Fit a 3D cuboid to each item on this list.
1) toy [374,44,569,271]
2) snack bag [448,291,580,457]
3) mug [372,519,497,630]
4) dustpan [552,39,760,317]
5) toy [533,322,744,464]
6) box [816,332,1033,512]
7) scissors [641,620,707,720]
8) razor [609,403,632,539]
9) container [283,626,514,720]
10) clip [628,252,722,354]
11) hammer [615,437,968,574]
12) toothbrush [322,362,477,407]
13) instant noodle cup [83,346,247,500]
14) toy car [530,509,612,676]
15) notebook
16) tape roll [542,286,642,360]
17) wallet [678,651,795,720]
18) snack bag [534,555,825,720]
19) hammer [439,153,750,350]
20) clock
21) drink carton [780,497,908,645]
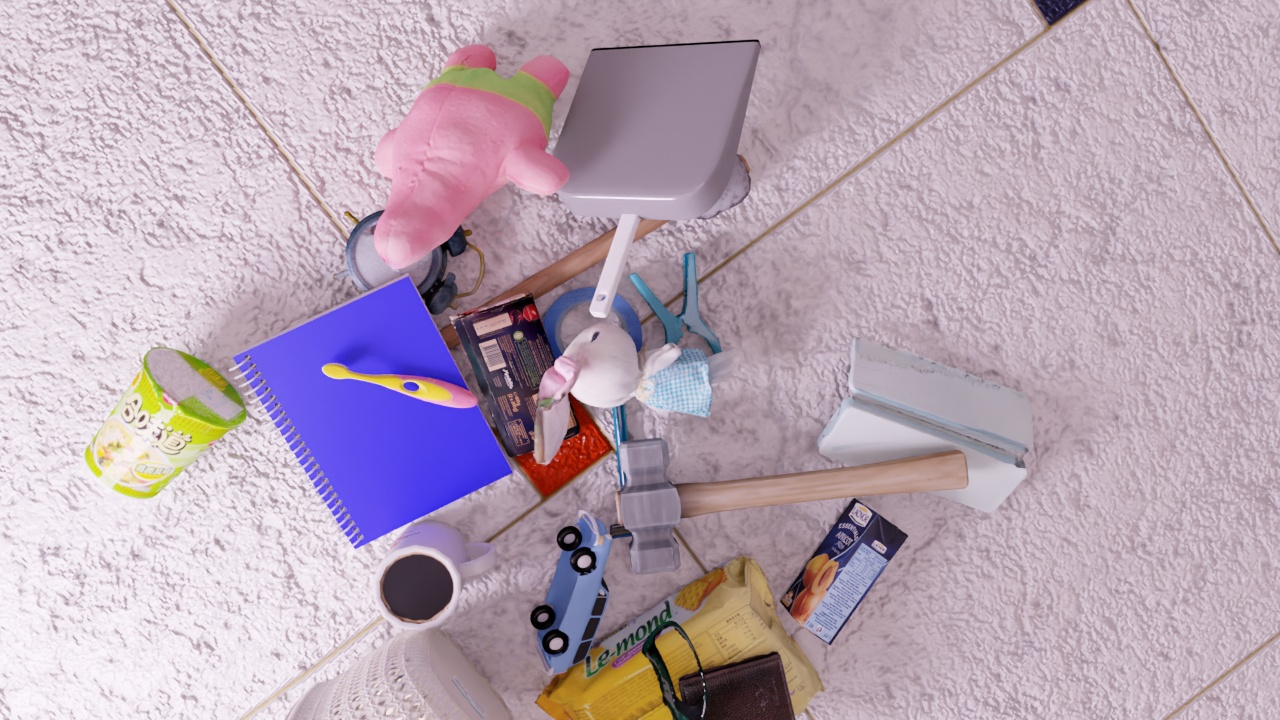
[{"bbox_3d":[-0.153,-0.170,0.776,0.192,0.097,0.236,13,61,22],"label":"toy"},{"bbox_3d":[-0.110,0.016,0.832,0.074,0.018,0.155,-18,118,-2],"label":"snack bag"},{"bbox_3d":[-0.181,0.188,0.829,0.105,0.089,0.073,-15,96,-4],"label":"mug"},{"bbox_3d":[-0.003,-0.157,0.775,0.163,0.033,0.257,7,67,27],"label":"dustpan"},{"bbox_3d":[-0.005,0.005,0.813,0.205,0.131,0.105,-12,63,-16],"label":"toy"},{"bbox_3d":[0.279,0.063,0.890,0.197,0.075,0.125,20,72,-10],"label":"box"},{"bbox_3d":[-0.002,0.340,0.817,0.204,0.015,0.201,-16,90,12],"label":"scissors"},{"bbox_3d":[-0.015,0.096,0.873,0.042,0.022,0.144,-6,90,-4],"label":"razor"},{"bbox_3d":[-0.194,0.327,0.771,0.142,0.246,0.184,-41,94,-10],"label":"container"},{"bbox_3d":[0.025,-0.031,0.864,0.113,0.028,0.127,-29,97,3],"label":"clip"},{"bbox_3d":[0.139,0.117,0.843,0.323,0.051,0.117,-6,90,-3],"label":"hammer"},{"bbox_3d":[-0.208,0.021,0.800,0.135,0.016,0.021,14,101,-21],"label":"toothbrush"},{"bbox_3d":[-0.418,0.059,0.799,0.099,0.099,0.108,43,98,-7],"label":"instant noodle cup"},{"bbox_3d":[-0.059,0.216,0.856,0.054,0.056,0.153,14,101,-25],"label":"toy car"},{"bbox_3d":[-0.237,0.051,0.820,0.171,0.022,0.209,-26,112,-4],"label":"notebook"},{"bbox_3d":[-0.046,-0.024,0.861,0.091,0.016,0.093,-32,97,-2],"label":"tape roll"},{"bbox_3d":[0.093,0.333,0.830,0.099,0.031,0.120,-12,94,-7],"label":"wallet"},{"bbox_3d":[0.043,0.315,0.873,0.247,0.068,0.159,-32,98,-2],"label":"snack bag"},{"bbox_3d":[-0.048,-0.094,0.832,0.328,0.098,0.052,-30,98,6],"label":"hammer"},{"bbox_3d":[-0.205,-0.091,0.825,0.129,0.052,0.090,10,94,-11],"label":"clock"},{"bbox_3d":[0.195,0.200,0.879,0.040,0.064,0.130,36,90,-12],"label":"drink carton"}]
